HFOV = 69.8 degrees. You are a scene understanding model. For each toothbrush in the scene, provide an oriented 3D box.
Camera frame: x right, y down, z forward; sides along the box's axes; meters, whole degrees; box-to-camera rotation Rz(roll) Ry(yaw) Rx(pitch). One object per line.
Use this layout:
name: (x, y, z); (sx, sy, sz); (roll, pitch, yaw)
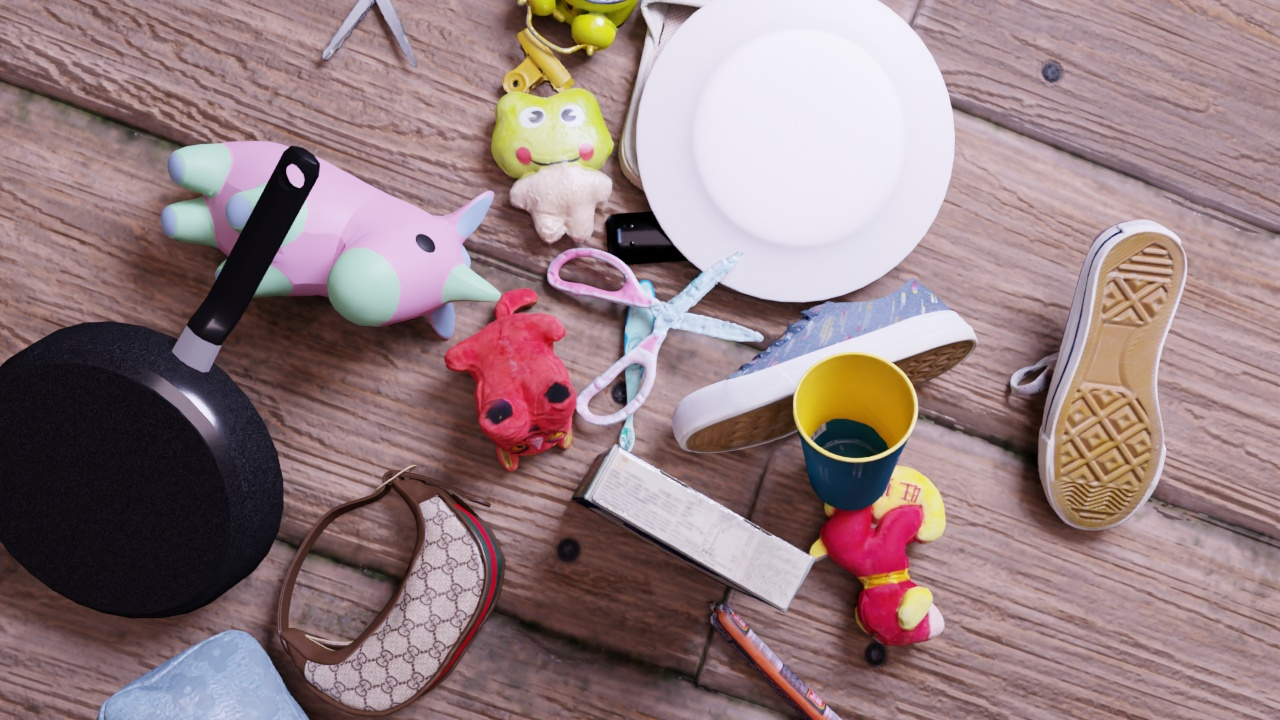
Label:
toothbrush: (-0.004, 0.004, 0.696); (0.022, 0.017, 0.135); (6, 84, 5)

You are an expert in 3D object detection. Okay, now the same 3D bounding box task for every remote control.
remote control: (0.050, -0.099, 0.705); (0.152, 0.020, 0.041); (-4, 85, 0)

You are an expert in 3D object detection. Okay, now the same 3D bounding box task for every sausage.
sausage: (0.105, 0.237, 0.685); (0.155, 0.020, 0.020); (45, 81, -1)

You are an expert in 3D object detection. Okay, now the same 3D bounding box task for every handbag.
handbag: (-0.267, 0.284, 0.596); (0.192, 0.119, 0.121); (48, 41, 9)
handbag: (-0.176, 0.156, 0.644); (0.138, 0.063, 0.166); (32, 82, 7)

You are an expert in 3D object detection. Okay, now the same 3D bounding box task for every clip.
clip: (-0.082, -0.223, 0.704); (0.048, 0.045, 0.054); (-39, 91, -34)

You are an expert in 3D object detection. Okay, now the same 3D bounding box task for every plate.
plate: (0.118, -0.165, 0.684); (0.242, 0.016, 0.242); (0, 93, -3)

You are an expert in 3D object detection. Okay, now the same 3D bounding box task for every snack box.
snack box: (0.028, 0.112, 0.625); (0.144, 0.145, 0.042); (30, 80, -3)

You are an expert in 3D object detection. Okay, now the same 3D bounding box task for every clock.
clock: (-0.041, -0.287, 0.697); (0.083, 0.057, 0.119); (34, 77, -4)

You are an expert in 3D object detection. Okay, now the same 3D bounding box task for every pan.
pan: (-0.294, 0.020, 0.571); (0.204, 0.044, 0.356); (35, 110, -5)

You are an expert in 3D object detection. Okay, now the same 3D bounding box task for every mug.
mug: (0.145, 0.057, 0.633); (0.078, 0.121, 0.078); (-4, 61, 8)

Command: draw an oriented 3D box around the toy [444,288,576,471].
toy: (-0.090, 0.011, 0.671); (0.088, 0.094, 0.132); (-12, 58, 0)

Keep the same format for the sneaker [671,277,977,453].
sneaker: (0.128, -0.003, 0.684); (0.235, 0.087, 0.079); (-19, 63, -6)

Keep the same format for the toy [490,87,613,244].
toy: (-0.064, -0.146, 0.691); (0.092, 0.043, 0.117); (-6, 87, -8)

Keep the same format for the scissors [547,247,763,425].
scissors: (0.003, -0.018, 0.683); (0.170, 0.014, 0.168); (15, 87, 8)

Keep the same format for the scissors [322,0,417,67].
scissors: (-0.211, -0.301, 0.705); (0.141, 0.014, 0.175); (-39, 88, -12)

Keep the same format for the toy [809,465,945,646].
toy: (0.178, 0.142, 0.684); (0.105, 0.067, 0.137); (-4, 77, 0)

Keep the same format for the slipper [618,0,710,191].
slipper: (0.056, -0.256, 0.713); (0.114, 0.054, 0.272); (20, 83, 0)

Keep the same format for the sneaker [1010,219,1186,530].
sneaker: (0.351, 0.009, 0.702); (0.118, 0.087, 0.241); (3, 108, 5)

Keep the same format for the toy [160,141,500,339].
toy: (-0.217, -0.092, 0.639); (0.222, 0.170, 0.120); (36, 119, 27)
